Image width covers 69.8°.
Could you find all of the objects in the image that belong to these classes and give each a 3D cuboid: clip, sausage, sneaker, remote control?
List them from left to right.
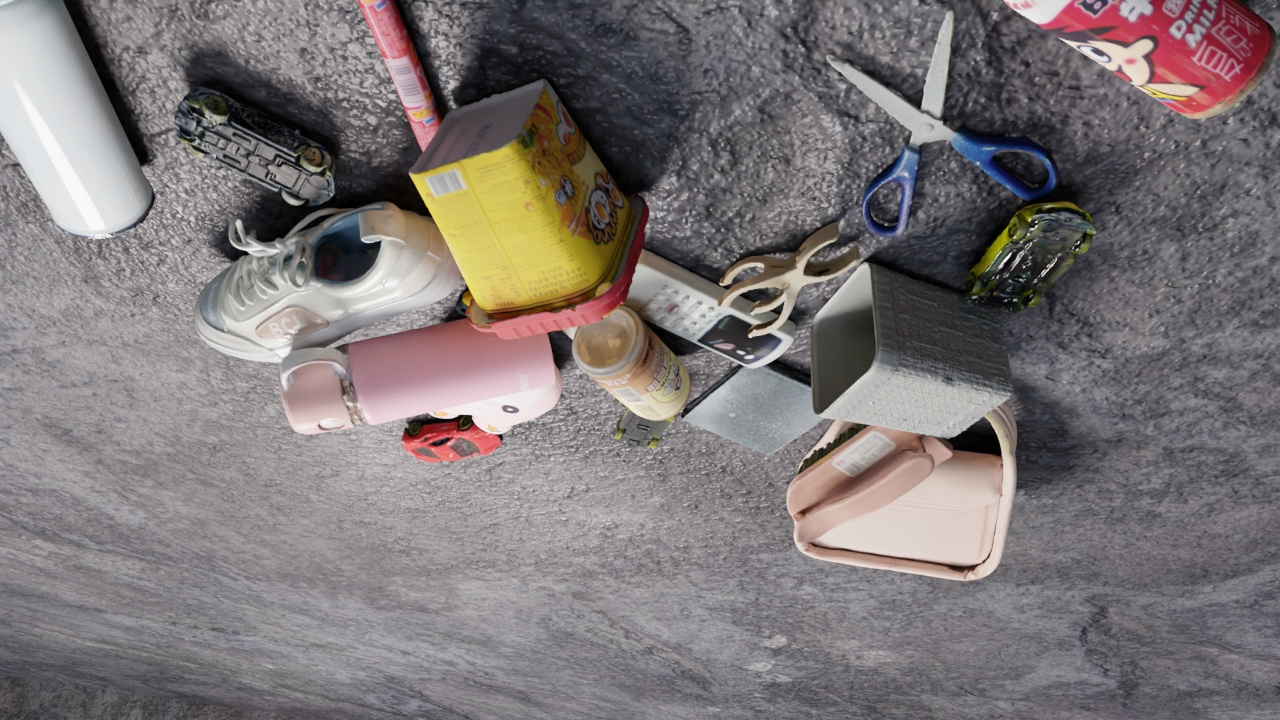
[{"bbox_3d":[-0.252,-0.058,0.665,0.243,0.089,0.090,-13,162,24],"label":"sneaker"},{"bbox_3d":[-0.139,-0.173,0.538,0.020,0.020,0.156,2,146,10],"label":"sausage"},{"bbox_3d":[0.046,-0.036,0.702,0.150,0.021,0.058,24,144,-21],"label":"remote control"},{"bbox_3d":[0.091,-0.064,0.638,0.084,0.034,0.105,27,135,-13],"label":"clip"}]

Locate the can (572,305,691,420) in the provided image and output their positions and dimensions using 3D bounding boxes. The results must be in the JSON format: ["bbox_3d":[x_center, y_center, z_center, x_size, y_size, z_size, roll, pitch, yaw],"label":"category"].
[{"bbox_3d":[-0.004,0.004,0.723,0.059,0.058,0.116,-7,156,22],"label":"can"}]

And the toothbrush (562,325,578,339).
[{"bbox_3d":[-0.092,-0.073,0.665,0.016,0.018,0.191,-18,133,29],"label":"toothbrush"}]

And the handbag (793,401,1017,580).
[{"bbox_3d":[0.243,0.095,0.817,0.193,0.093,0.235,5,139,6],"label":"handbag"}]

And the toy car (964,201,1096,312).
[{"bbox_3d":[0.249,-0.069,0.594,0.048,0.032,0.105,11,150,-3],"label":"toy car"}]

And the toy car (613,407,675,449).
[{"bbox_3d":[0.004,0.049,0.827,0.042,0.035,0.091,14,146,-11],"label":"toy car"}]

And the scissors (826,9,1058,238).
[{"bbox_3d":[0.174,-0.128,0.542,0.175,0.012,0.163,15,147,-9],"label":"scissors"}]

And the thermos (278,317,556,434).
[{"bbox_3d":[-0.167,0.002,0.690,0.198,0.067,0.087,-11,150,-11],"label":"thermos"}]

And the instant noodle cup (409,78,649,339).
[{"bbox_3d":[-0.070,-0.094,0.569,0.116,0.116,0.124,-10,131,25],"label":"instant noodle cup"}]

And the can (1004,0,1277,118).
[{"bbox_3d":[0.231,-0.167,0.432,0.132,0.053,0.053,21,145,-19],"label":"can"}]

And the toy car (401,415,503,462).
[{"bbox_3d":[-0.190,0.082,0.926,0.106,0.031,0.049,-9,144,21],"label":"toy car"}]

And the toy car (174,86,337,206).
[{"bbox_3d":[-0.248,-0.140,0.601,0.105,0.031,0.049,28,143,-25],"label":"toy car"}]

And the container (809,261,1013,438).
[{"bbox_3d":[0.195,-0.002,0.662,0.114,0.090,0.090,13,147,-14],"label":"container"}]

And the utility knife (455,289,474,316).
[{"bbox_3d":[-0.084,-0.057,0.704,0.154,0.015,0.033,-16,142,32],"label":"utility knife"}]

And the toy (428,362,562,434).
[{"bbox_3d":[-0.137,0.026,0.811,0.121,0.054,0.160,18,150,-14],"label":"toy"}]

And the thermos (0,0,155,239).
[{"bbox_3d":[-0.365,-0.172,0.551,0.073,0.073,0.225,10,146,-2],"label":"thermos"}]

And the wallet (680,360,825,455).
[{"bbox_3d":[0.106,0.041,0.810,0.097,0.019,0.121,23,143,-19],"label":"wallet"}]

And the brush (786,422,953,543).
[{"bbox_3d":[0.175,0.093,0.741,0.063,0.072,0.146,36,125,-18],"label":"brush"}]
